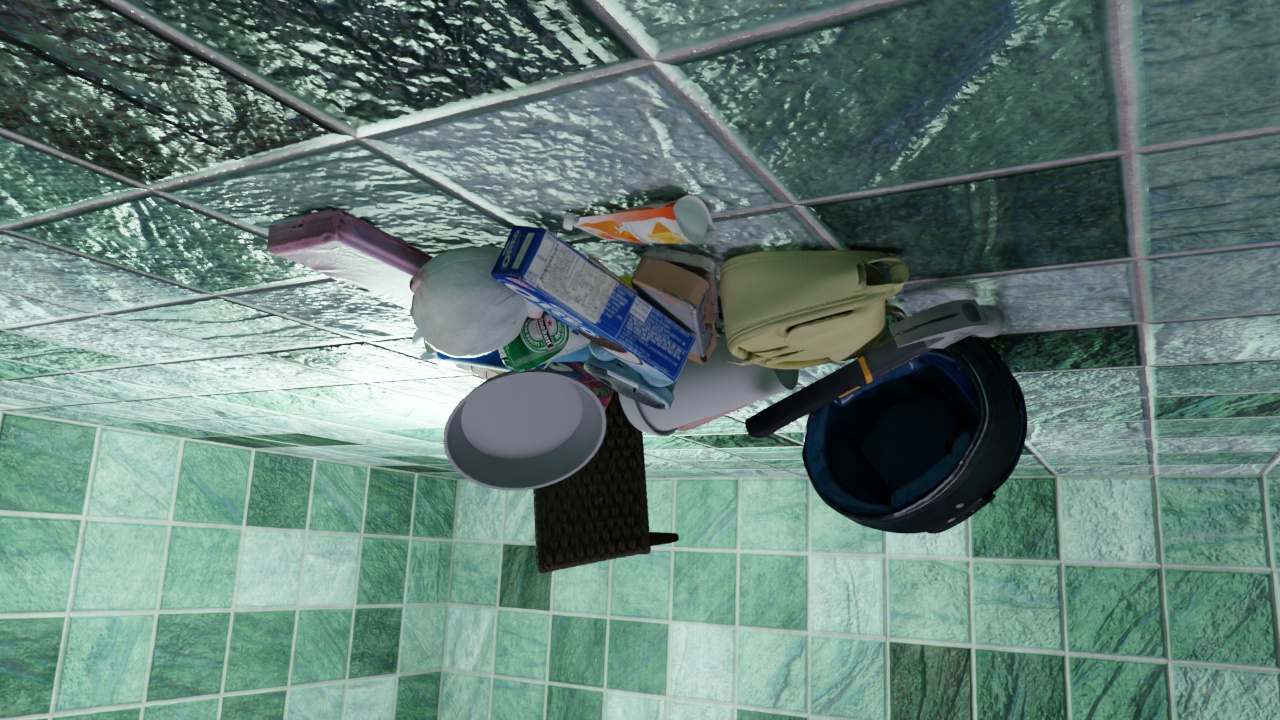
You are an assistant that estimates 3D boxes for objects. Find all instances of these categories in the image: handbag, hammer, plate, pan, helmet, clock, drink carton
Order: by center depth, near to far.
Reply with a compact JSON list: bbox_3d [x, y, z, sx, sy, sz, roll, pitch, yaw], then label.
[{"bbox_3d":[-0.004,-0.117,0.797,0.122,0.039,0.069,1,170,38],"label":"drink carton"},{"bbox_3d":[0.184,-0.044,0.956,0.191,0.088,0.232,-7,166,15],"label":"handbag"},{"bbox_3d":[0.244,0.018,1.038,0.139,0.035,0.314,0,155,-44],"label":"hammer"},{"bbox_3d":[-0.006,0.006,1.089,0.118,0.060,0.162,25,168,7],"label":"clock"},{"bbox_3d":[-0.135,0.025,1.090,0.200,0.050,0.357,-3,130,-14],"label":"pan"},{"bbox_3d":[0.373,0.083,1.182,0.235,0.249,0.317,-5,150,-39],"label":"helmet"},{"bbox_3d":[-0.248,0.004,1.430,0.157,0.014,0.157,2,168,0],"label":"plate"}]

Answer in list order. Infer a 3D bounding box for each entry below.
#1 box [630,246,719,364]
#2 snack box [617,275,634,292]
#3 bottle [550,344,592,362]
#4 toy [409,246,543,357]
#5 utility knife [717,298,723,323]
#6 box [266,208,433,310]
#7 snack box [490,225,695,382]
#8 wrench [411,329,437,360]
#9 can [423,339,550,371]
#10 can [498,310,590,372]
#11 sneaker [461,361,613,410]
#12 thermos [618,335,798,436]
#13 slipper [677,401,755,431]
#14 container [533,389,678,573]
[{"bbox_3d":[0.041,-0.054,0.975,0.081,0.062,0.216,22,167,12],"label":"box"},{"bbox_3d":[-0.051,-0.066,1.045,0.061,0.025,0.149,5,168,-14],"label":"snack box"},{"bbox_3d":[-0.058,-0.023,1.188,0.131,0.048,0.048,-2,167,18],"label":"bottle"},{"bbox_3d":[-0.142,-0.067,0.919,0.179,0.101,0.139,-20,154,-7],"label":"toy"},{"bbox_3d":[0.086,-0.061,1.060,0.029,0.020,0.213,-5,162,32],"label":"utility knife"},{"bbox_3d":[-0.262,-0.097,0.934,0.098,0.037,0.232,-8,164,24],"label":"box"},{"bbox_3d":[-0.040,-0.051,0.895,0.059,0.059,0.226,16,167,48],"label":"snack box"},{"bbox_3d":[-0.178,-0.031,1.197,0.274,0.047,0.009,-4,174,19],"label":"wrench"},{"bbox_3d":[-0.180,-0.030,1.110,0.146,0.079,0.079,11,165,-34],"label":"can"},{"bbox_3d":[-0.102,-0.026,0.987,0.101,0.053,0.053,-22,164,6],"label":"can"},{"bbox_3d":[-0.150,0.000,1.279,0.242,0.091,0.116,24,159,-5],"label":"sneaker"},{"bbox_3d":[0.091,0.021,1.217,0.222,0.131,0.131,-15,160,32],"label":"thermos"},{"bbox_3d":[0.119,0.033,1.336,0.198,0.081,0.093,-30,-174,28],"label":"slipper"},{"bbox_3d":[-0.058,0.155,1.411,0.205,0.320,0.176,-3,168,-2],"label":"container"}]
